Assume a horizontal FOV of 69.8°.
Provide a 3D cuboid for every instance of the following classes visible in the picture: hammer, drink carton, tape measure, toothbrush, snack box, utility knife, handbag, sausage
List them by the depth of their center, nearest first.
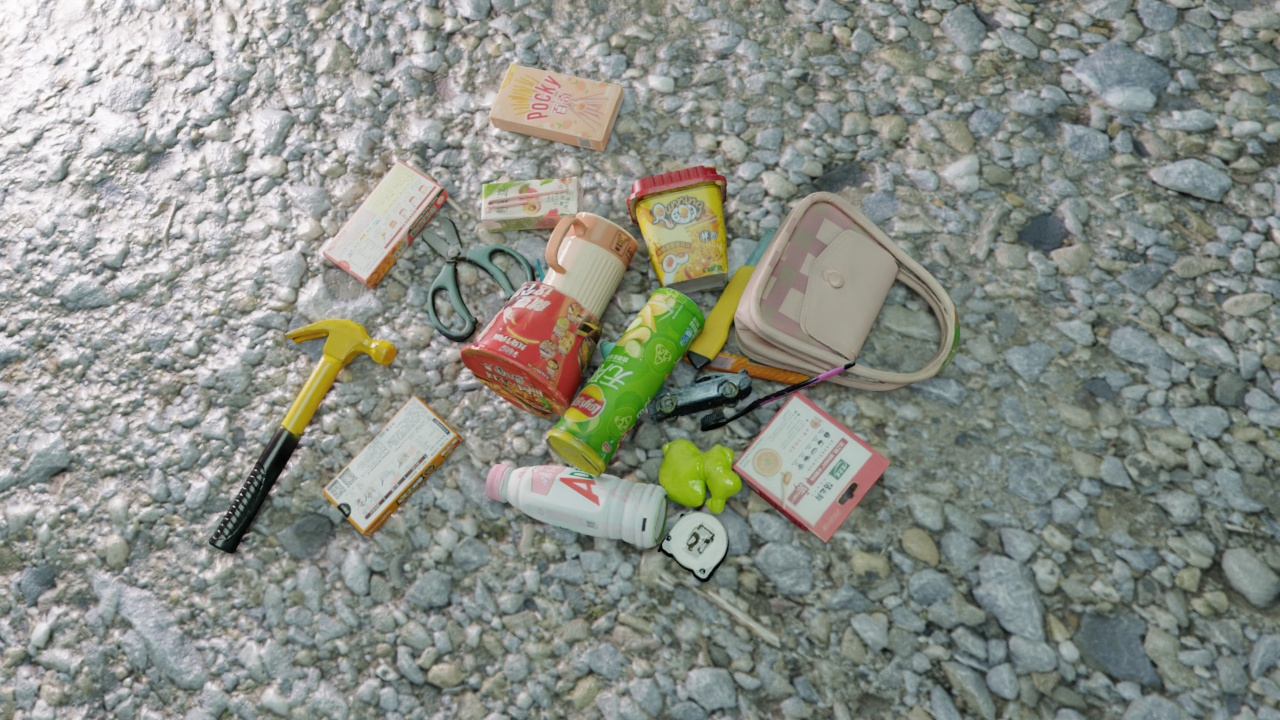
[{"bbox_3d":[0.062,0.195,0.982,0.066,0.033,0.066,33,79,14],"label":"tape measure"},{"bbox_3d":[0.182,0.116,0.987,0.127,0.044,0.113,39,80,18],"label":"snack box"},{"bbox_3d":[0.146,0.037,0.998,0.190,0.014,0.017,-26,57,24],"label":"toothbrush"},{"bbox_3d":[0.237,-0.059,1.015,0.234,0.093,0.193,28,70,6],"label":"handbag"},{"bbox_3d":[0.125,0.008,1.042,0.165,0.021,0.021,11,73,10],"label":"sausage"},{"bbox_3d":[-0.284,0.120,1.054,0.075,0.026,0.153,40,80,18],"label":"snack box"},{"bbox_3d":[0.113,-0.076,1.066,0.033,0.015,0.215,25,68,19],"label":"utility knife"},{"bbox_3d":[-0.413,0.084,1.079,0.129,0.033,0.300,23,76,14],"label":"hammer"},{"bbox_3d":[-0.133,-0.192,1.128,0.122,0.045,0.053,-2,72,7],"label":"drink carton"},{"bbox_3d":[-0.321,-0.172,1.155,0.077,0.027,0.155,33,79,16],"label":"snack box"},{"bbox_3d":[-0.108,-0.326,1.179,0.157,0.026,0.084,15,74,11],"label":"snack box"}]

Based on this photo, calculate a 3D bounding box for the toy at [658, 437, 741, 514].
[{"bbox_3d":[0.060,0.124,0.988,0.100,0.031,0.096,-29,62,30],"label":"toy"}]

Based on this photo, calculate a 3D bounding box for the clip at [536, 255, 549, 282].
[{"bbox_3d":[-0.113,-0.101,1.113,0.047,0.014,0.057,-18,70,3],"label":"clip"}]

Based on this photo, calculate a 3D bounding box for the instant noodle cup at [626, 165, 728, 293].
[{"bbox_3d":[0.051,-0.145,1.061,0.116,0.116,0.123,-12,83,2],"label":"instant noodle cup"}]

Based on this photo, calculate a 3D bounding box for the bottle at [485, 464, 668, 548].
[{"bbox_3d":[-0.071,0.151,0.997,0.197,0.068,0.068,10,73,13],"label":"bottle"}]

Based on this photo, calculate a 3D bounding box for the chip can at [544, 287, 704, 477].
[{"bbox_3d":[-0.011,0.019,0.995,0.072,0.073,0.220,30,69,15],"label":"chip can"}]

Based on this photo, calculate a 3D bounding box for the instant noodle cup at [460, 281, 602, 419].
[{"bbox_3d":[-0.116,-0.016,1.026,0.138,0.138,0.108,24,68,14],"label":"instant noodle cup"}]

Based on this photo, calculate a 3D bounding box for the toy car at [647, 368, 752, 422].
[{"bbox_3d":[0.066,0.039,1.022,0.120,0.054,0.036,-17,73,3],"label":"toy car"}]

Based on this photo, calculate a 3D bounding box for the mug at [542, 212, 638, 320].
[{"bbox_3d":[-0.068,-0.112,1.059,0.082,0.114,0.105,18,76,34],"label":"mug"}]

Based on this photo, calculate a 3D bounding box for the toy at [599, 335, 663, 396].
[{"bbox_3d":[-0.006,0.006,1.055,0.096,0.030,0.092,-32,74,-7],"label":"toy"}]

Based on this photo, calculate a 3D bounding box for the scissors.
[{"bbox_3d":[-0.223,-0.096,1.122,0.177,0.019,0.171,33,79,15],"label":"scissors"}]
